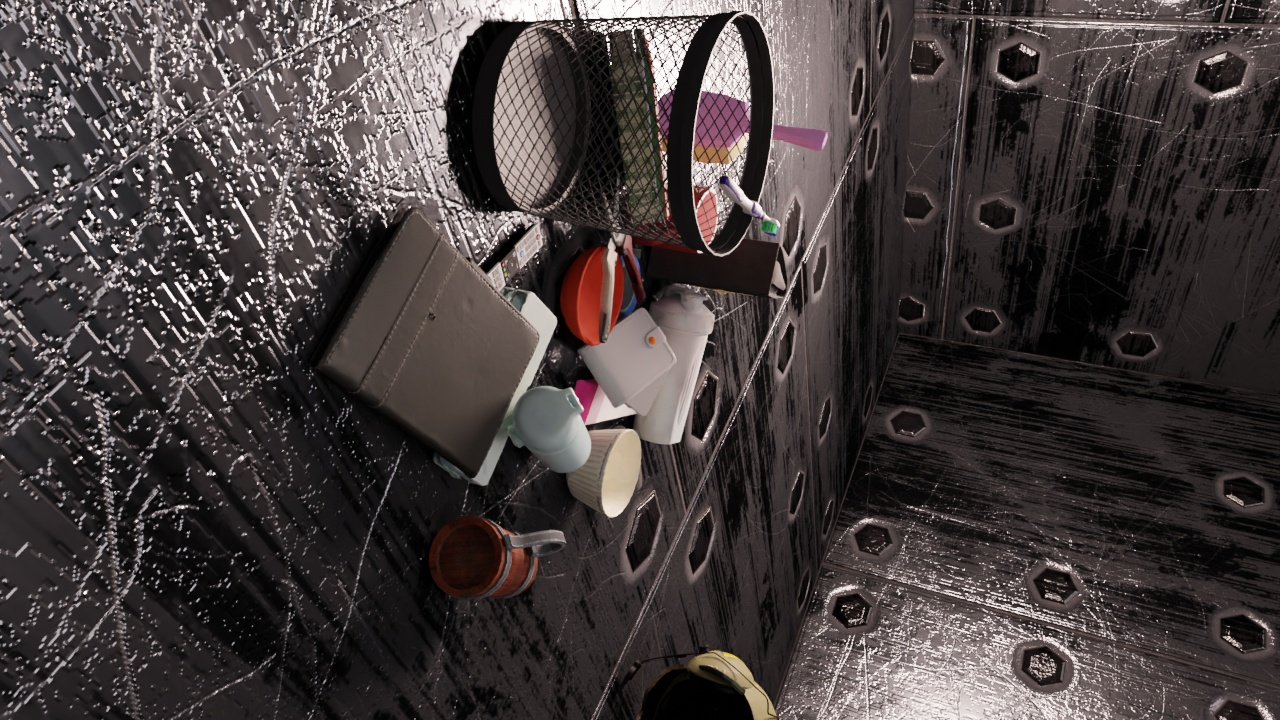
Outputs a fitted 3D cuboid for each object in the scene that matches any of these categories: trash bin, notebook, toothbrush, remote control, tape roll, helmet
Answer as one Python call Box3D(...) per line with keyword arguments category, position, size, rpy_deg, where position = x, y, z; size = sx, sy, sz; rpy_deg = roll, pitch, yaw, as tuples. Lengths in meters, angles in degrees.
Box3D(category="trash bin", position=(-0.014, -0.225, 0.887), size=(0.217, 0.228, 0.217), rpy_deg=(12, 89, -67))
Box3D(category="notebook", position=(-0.178, -0.014, 0.816), size=(0.209, 0.029, 0.169), rpy_deg=(51, 54, -49))
Box3D(category="toothbrush", position=(0.107, -0.147, 0.889), size=(0.186, 0.015, 0.016), rpy_deg=(13, 94, -67))
Box3D(category="remote control", position=(-0.136, -0.099, 0.940), size=(0.123, 0.012, 0.028), rpy_deg=(-56, 148, -43))
Box3D(category="tape roll", position=(-0.027, -0.097, 1.189), size=(0.092, 0.016, 0.091), rpy_deg=(-31, 128, -60))
Box3D(category="helmet", position=(0.092, 0.586, 1.453), size=(0.249, 0.256, 0.233), rpy_deg=(-69, 152, -19))

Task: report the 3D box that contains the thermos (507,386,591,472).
Box3D(category="thermos", position=(-0.093, 0.077, 0.981), size=(0.065, 0.078, 0.207), rpy_deg=(62, -5, 13))

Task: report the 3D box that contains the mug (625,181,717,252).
Box3D(category="mug", position=(0.036, -0.180, 1.192), size=(0.116, 0.097, 0.081), rpy_deg=(-53, 146, -45))

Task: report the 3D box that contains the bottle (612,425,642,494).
Box3D(category="bottle", position=(-0.024, 0.138, 1.269), size=(0.046, 0.047, 0.112), rpy_deg=(-53, 146, -46))

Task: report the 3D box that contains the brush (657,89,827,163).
Box3D(category="brush", position=(0.127, -0.295, 1.187), size=(0.043, 0.229, 0.089), rpy_deg=(76, 33, -60))

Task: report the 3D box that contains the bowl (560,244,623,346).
Box3D(category="bowl", position=(-0.062, -0.080, 1.093), size=(0.122, 0.035, 0.122), rpy_deg=(12, 90, -67))

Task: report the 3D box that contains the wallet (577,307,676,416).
Box3D(category="wallet", position=(-0.007, 0.007, 1.161), size=(0.118, 0.038, 0.115), rpy_deg=(-37, 98, -37))

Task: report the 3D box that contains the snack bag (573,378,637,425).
Box3D(category="snack bag", position=(-0.040, 0.048, 1.202), size=(0.196, 0.016, 0.070), rpy_deg=(-8, 123, -60))

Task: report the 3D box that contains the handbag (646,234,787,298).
Box3D(category="handbag", position=(0.127, -0.124, 1.339), size=(0.195, 0.176, 0.072), rpy_deg=(23, 79, -70))

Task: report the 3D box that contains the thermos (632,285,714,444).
Box3D(category="thermos", position=(0.042, 0.005, 1.317), size=(0.099, 0.099, 0.220), rpy_deg=(-14, 118, -65))

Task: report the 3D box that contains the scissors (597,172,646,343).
Box3D(category="scissors", position=(-0.028, -0.111, 1.088), size=(0.198, 0.015, 0.179), rpy_deg=(46, 58, -62))

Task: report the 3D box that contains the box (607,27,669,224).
Box3D(category="box", position=(-0.002, -0.272, 1.072), size=(0.117, 0.050, 0.206), rpy_deg=(-93, 176, -52))

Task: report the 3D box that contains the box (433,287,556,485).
Box3D(category="box", position=(-0.148, 0.024, 0.927), size=(0.083, 0.067, 0.198), rpy_deg=(93, 17, -72))

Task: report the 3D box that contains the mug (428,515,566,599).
Box3D(category="mug", position=(-0.141, 0.201, 0.949), size=(0.111, 0.117, 0.081), rpy_deg=(47, 21, -67))

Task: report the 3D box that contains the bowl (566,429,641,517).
Box3D(category="bowl", position=(-0.051, 0.140, 1.186), size=(0.115, 0.062, 0.115), rpy_deg=(12, 90, -67))
